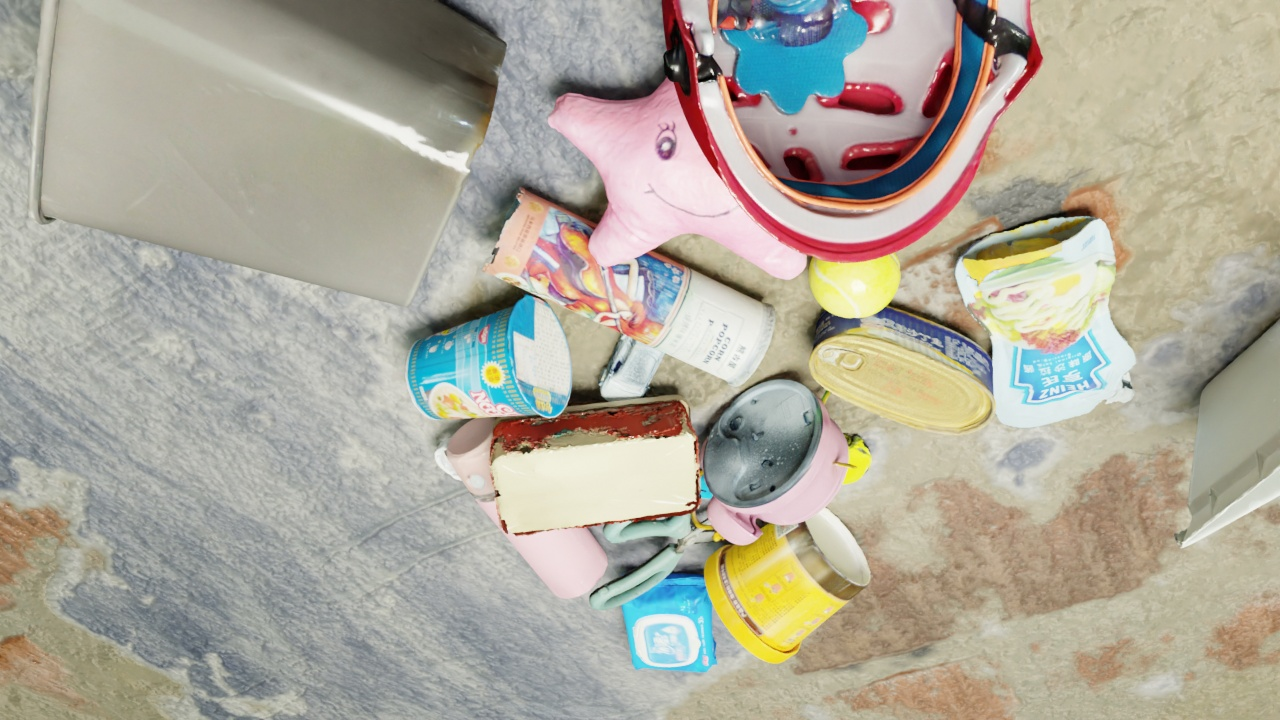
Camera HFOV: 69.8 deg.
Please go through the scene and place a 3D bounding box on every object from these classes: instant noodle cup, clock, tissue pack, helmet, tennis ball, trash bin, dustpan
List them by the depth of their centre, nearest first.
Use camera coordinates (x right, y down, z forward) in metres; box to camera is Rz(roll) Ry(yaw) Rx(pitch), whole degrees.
[{"bbox_3d":[0.104,-0.189,0.519,0.206,0.144,0.240,-4,113,-14],"label":"helmet"},{"bbox_3d":[-0.216,-0.159,0.568,0.219,0.198,0.200,20,129,-19],"label":"trash bin"},{"bbox_3d":[0.512,0.036,0.640,0.142,0.256,0.223,35,126,8],"label":"dustpan"},{"bbox_3d":[0.157,-0.063,0.674,0.065,0.065,0.066,3,128,3],"label":"tennis ball"},{"bbox_3d":[-0.126,0.006,0.744,0.110,0.099,0.099,-12,126,23],"label":"instant noodle cup"},{"bbox_3d":[0.100,0.089,0.769,0.159,0.117,0.060,-33,130,25],"label":"clock"},{"bbox_3d":[0.139,0.200,0.853,0.118,0.118,0.115,37,115,-21],"label":"instant noodle cup"},{"bbox_3d":[0.031,0.278,0.959,0.095,0.052,0.157,-2,127,7],"label":"tissue pack"}]

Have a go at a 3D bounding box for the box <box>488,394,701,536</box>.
[{"bbox_3d":[-0.036,0.088,0.752,0.168,0.077,0.091,-7,117,-3],"label":"box"}]

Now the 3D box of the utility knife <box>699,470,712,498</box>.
[{"bbox_3d":[0.041,0.113,0.852,0.179,0.018,0.034,8,127,-1],"label":"utility knife"}]

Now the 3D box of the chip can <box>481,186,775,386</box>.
[{"bbox_3d":[-0.007,-0.054,0.694,0.214,0.071,0.071,24,126,-12],"label":"chip can"}]

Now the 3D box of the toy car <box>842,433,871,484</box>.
[{"bbox_3d":[0.154,0.096,0.819,0.105,0.032,0.048,-10,126,11],"label":"toy car"}]

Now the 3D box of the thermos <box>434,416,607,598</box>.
[{"bbox_3d":[-0.113,0.139,0.859,0.087,0.067,0.198,-13,127,30],"label":"thermos"}]

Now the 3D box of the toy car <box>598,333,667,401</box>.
[{"bbox_3d":[-0.005,0.004,0.763,0.043,0.034,0.091,19,128,-13],"label":"toy car"}]

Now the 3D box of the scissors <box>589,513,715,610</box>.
[{"bbox_3d":[0.005,0.183,0.855,0.170,0.019,0.179,14,124,-48],"label":"scissors"}]

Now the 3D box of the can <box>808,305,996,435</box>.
[{"bbox_3d":[0.206,0.005,0.719,0.148,0.049,0.075,21,136,-2],"label":"can"}]

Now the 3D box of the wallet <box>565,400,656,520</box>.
[{"bbox_3d":[-0.027,0.091,0.817,0.090,0.033,0.115,1,116,-1],"label":"wallet"}]

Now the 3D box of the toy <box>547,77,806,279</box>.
[{"bbox_3d":[0.034,-0.144,0.617,0.194,0.074,0.179,6,112,-2],"label":"toy"}]

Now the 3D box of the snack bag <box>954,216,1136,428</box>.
[{"bbox_3d":[0.317,-0.020,0.711,0.110,0.038,0.191,-20,125,16],"label":"snack bag"}]
